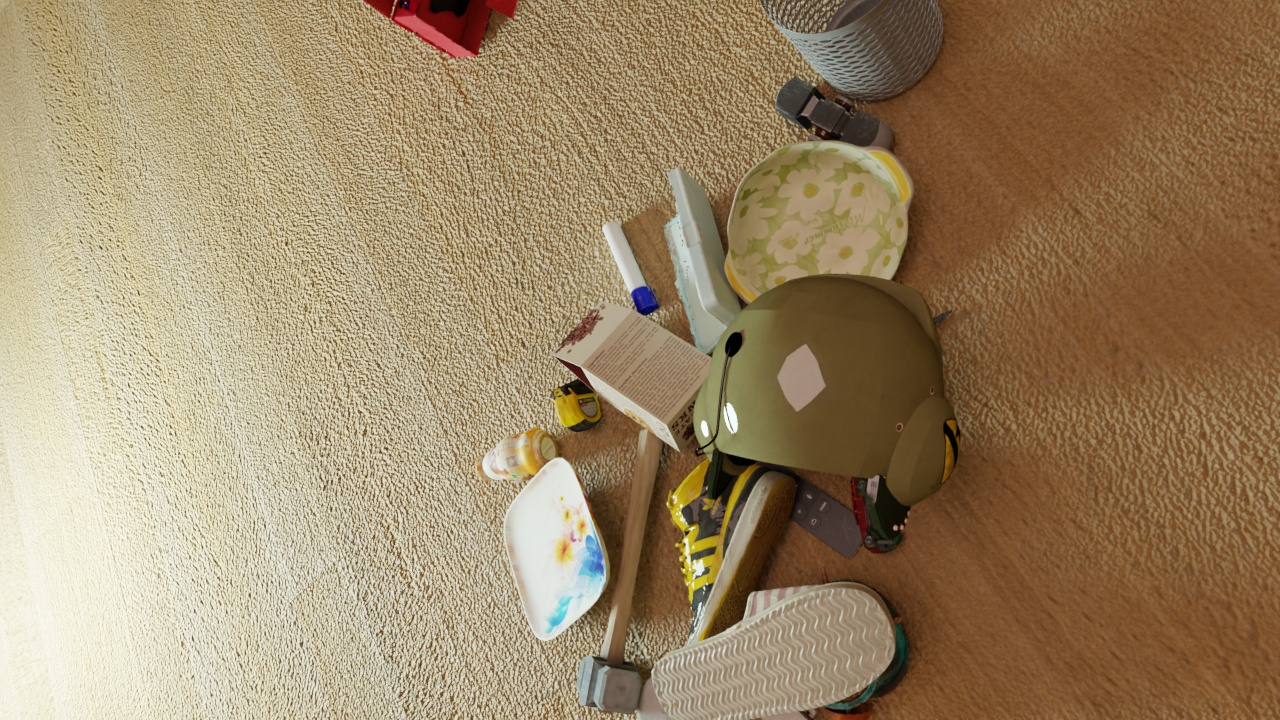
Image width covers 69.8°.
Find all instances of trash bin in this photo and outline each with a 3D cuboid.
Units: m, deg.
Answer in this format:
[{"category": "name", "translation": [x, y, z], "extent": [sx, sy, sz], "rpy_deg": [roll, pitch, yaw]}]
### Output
[{"category": "trash bin", "translation": [0.232, -0.379, 0.979], "extent": [0.157, 0.183, 0.156], "rpy_deg": [-7, 76, 30]}]

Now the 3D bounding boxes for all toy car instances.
[{"category": "toy car", "translation": [0.242, 0.154, 0.950], "extent": [0.036, 0.042, 0.091], "rpy_deg": [-39, 52, 52]}]

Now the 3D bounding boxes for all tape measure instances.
[{"category": "tape measure", "translation": [-0.081, 0.058, 1.148], "extent": [0.037, 0.065, 0.064], "rpy_deg": [-23, 91, 26]}]

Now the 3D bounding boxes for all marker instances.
[{"category": "marker", "translation": [-0.013, -0.119, 1.168], "extent": [0.027, 0.023, 0.133], "rpy_deg": [-24, 67, 2]}]

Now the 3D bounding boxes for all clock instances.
[{"category": "clock", "translation": [0.201, 0.300, 0.929], "extent": [0.121, 0.073, 0.158], "rpy_deg": [30, 112, 37]}]

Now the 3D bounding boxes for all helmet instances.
[{"category": "helmet", "translation": [0.181, 0.032, 0.871], "extent": [0.251, 0.255, 0.233], "rpy_deg": [8, 89, 31]}]

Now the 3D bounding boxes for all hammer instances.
[{"category": "hammer", "translation": [-0.014, 0.238, 1.064], "extent": [0.117, 0.051, 0.322], "rpy_deg": [147, 136, -71]}, {"category": "hammer", "translation": [0.148, -0.162, 1.074], "extent": [0.156, 0.043, 0.322], "rpy_deg": [39, 103, 31]}]

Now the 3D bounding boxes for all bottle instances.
[{"category": "bottle", "translation": [-0.161, 0.126, 1.184], "extent": [0.109, 0.063, 0.063], "rpy_deg": [-18, 72, 27]}]

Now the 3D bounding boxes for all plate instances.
[{"category": "plate", "translation": [-0.103, 0.230, 1.119], "extent": [0.187, 0.016, 0.186], "rpy_deg": [-48, 52, 37]}]

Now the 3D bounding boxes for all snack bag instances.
[{"category": "snack bag", "translation": [-0.006, 0.006, 1.092], "extent": [0.206, 0.070, 0.094], "rpy_deg": [33, 73, 31]}]

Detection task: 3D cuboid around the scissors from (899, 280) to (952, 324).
[{"category": "scissors", "translation": [0.259, -0.001, 0.988], "extent": [0.158, 0.012, 0.170], "rpy_deg": [-7, 77, 29]}]

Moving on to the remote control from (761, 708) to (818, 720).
[{"category": "remote control", "translation": [0.128, 0.348, 0.997], "extent": [0.136, 0.011, 0.050], "rpy_deg": [41, 102, 30]}]

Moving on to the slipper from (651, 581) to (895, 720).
[{"category": "slipper", "translation": [0.127, 0.287, 0.902], "extent": [0.264, 0.052, 0.115], "rpy_deg": [-30, 84, 26]}]

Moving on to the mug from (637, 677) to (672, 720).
[{"category": "mug", "translation": [0.034, 0.381, 1.013], "extent": [0.113, 0.070, 0.084], "rpy_deg": [-7, 77, 28]}]

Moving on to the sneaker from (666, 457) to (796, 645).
[{"category": "sneaker", "translation": [0.072, 0.215, 1.007], "extent": [0.122, 0.086, 0.238], "rpy_deg": [24, 91, 37]}]

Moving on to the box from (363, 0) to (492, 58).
[{"category": "box", "translation": [-0.316, -0.586, 1.242], "extent": [0.124, 0.378, 0.211], "rpy_deg": [14, 86, 16]}]

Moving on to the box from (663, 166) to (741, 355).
[{"category": "box", "translation": [0.062, -0.114, 1.065], "extent": [0.123, 0.078, 0.197], "rpy_deg": [125, 140, -50]}]

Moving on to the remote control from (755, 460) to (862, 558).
[{"category": "remote control", "translation": [0.181, 0.158, 1.005], "extent": [0.147, 0.008, 0.045], "rpy_deg": [34, 98, 31]}]

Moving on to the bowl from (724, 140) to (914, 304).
[{"category": "bowl", "translation": [0.193, -0.146, 1.002], "extent": [0.220, 0.060, 0.188], "rpy_deg": [-37, 95, 21]}]
